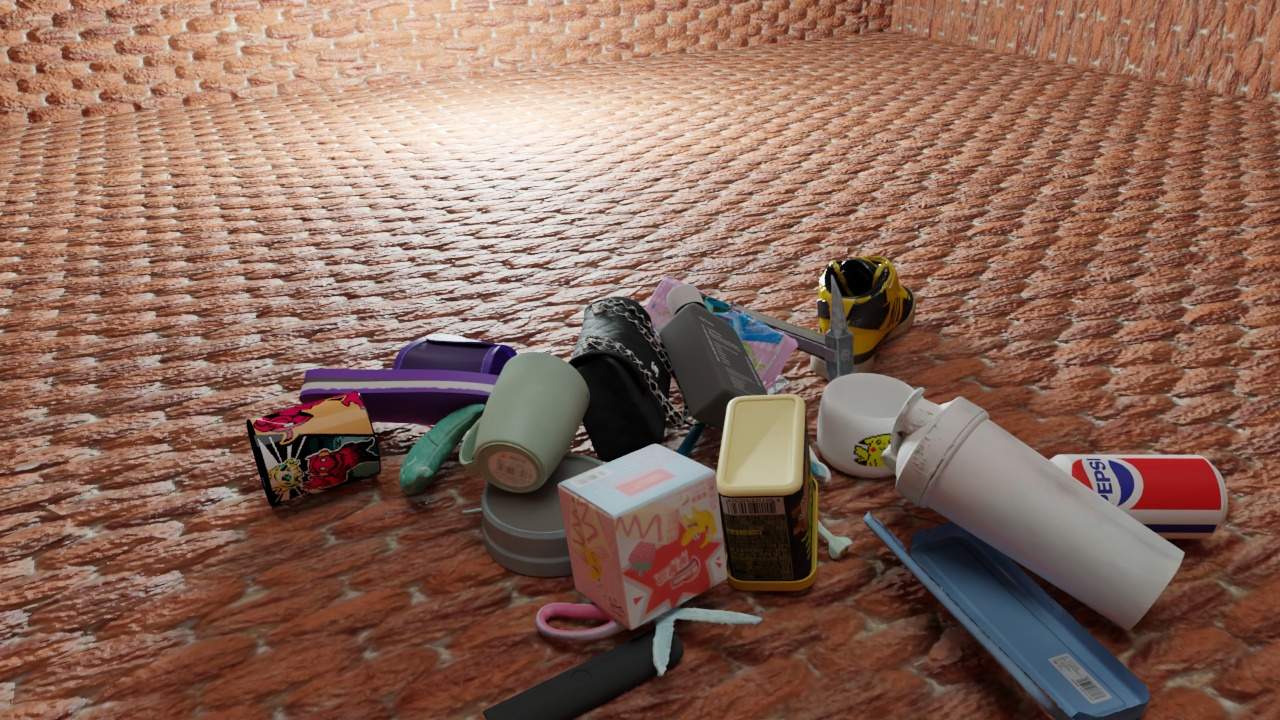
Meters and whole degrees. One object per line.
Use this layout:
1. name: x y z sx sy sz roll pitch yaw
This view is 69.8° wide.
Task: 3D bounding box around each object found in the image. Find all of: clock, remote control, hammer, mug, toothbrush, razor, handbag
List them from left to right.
1. mug: -0.308 0.079 0.858 0.098 0.082 0.118 -16 10 -26
2. mug: -0.109 0.061 0.793 0.111 0.084 0.103 -19 32 30
3. clock: -0.063 0.129 0.781 0.159 0.045 0.122 6 29 17
4. remote control: -0.037 0.223 0.635 0.146 0.015 0.033 -17 32 -28
5. handbag: -0.005 0.006 0.907 0.115 0.125 0.153 -18 25 18
6. razor: 0.043 0.087 0.887 0.042 0.022 0.143 41 29 -1
7. hammer: 0.134 -0.047 1.052 0.028 0.147 0.317 -15 20 -24
8. toothbrush: 0.149 0.057 0.929 0.026 0.027 0.222 26 19 -22
9. toothbrush: 0.132 0.126 0.813 0.022 0.015 0.155 -41 37 -6
10. mug: 0.227 0.062 0.873 0.115 0.068 0.094 -1 28 -1

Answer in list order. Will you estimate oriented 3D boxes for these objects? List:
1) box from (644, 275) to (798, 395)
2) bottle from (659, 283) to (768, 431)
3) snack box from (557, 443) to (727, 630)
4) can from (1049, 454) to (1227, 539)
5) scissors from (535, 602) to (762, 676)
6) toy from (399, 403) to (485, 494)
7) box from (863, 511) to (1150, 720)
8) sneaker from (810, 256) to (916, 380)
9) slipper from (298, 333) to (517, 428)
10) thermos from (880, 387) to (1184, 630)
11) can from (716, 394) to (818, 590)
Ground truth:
1. box: 0.087 -0.019 1.028 0.071 0.084 0.230 28 3 -37
2. bottle: 0.067 -0.008 0.914 0.083 0.046 0.173 26 32 -40
3. snack box: 0.003 0.128 0.682 0.092 0.095 0.079 -19 23 -31
4. can: 0.406 0.114 0.767 0.132 0.070 0.070 0 28 2
5. scissors: 0.011 0.181 0.691 0.171 0.013 0.176 -4 17 20
6. toy: -0.189 0.082 0.849 0.085 0.033 0.105 -28 22 50
7. box: 0.254 0.185 0.672 0.124 0.043 0.209 10 21 -26
8. sneaker: 0.269 -0.076 1.076 0.086 0.122 0.237 15 33 25
9. slipper: -0.205 0.012 0.920 0.267 0.107 0.084 1 67 12
10. thermos: 0.295 0.114 0.716 0.220 0.100 0.099 37 43 26
11. can: 0.103 0.103 0.744 0.072 0.101 0.130 -3 33 14
